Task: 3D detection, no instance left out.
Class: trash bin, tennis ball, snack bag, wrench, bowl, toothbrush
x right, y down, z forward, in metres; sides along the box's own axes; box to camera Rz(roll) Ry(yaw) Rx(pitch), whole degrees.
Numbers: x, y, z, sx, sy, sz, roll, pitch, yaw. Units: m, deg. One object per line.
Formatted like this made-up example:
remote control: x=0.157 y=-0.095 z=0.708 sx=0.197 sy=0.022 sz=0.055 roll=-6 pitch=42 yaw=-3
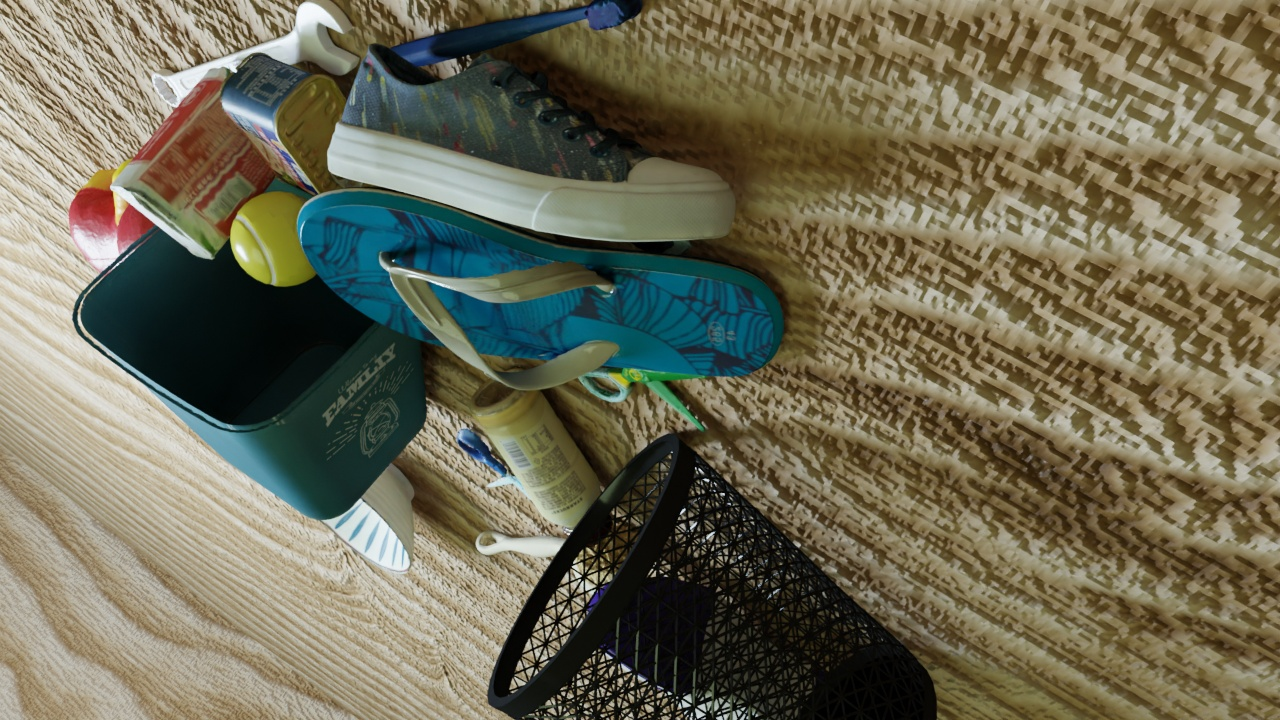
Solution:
trash bin: x=0.057 y=0.210 z=0.643 sx=0.243 sy=0.216 sz=0.218 roll=37 pitch=147 yaw=-7
tennis ball: x=-0.248 y=-0.084 z=0.635 sx=0.065 sy=0.065 sz=0.065 roll=26 pitch=144 yaw=20
snack bag: x=-0.301 y=-0.138 z=0.644 sx=0.036 sy=0.115 sz=0.077 roll=10 pitch=153 yaw=37
trash bin: x=-0.284 y=0.003 z=0.748 sx=0.199 sy=0.196 sz=0.219 roll=30 pitch=152 yaw=15
wrench: x=-0.281 y=-0.209 z=0.647 sx=0.274 sy=0.009 sz=0.047 roll=4 pitch=133 yaw=41
bowl: x=-0.305 y=0.154 z=1.031 sx=0.177 sy=0.070 sz=0.178 roll=25 pitch=143 yaw=21
toothbrush: x=-0.076 y=-0.172 z=0.486 sx=0.190 sy=0.017 sz=0.016 roll=5 pitch=133 yaw=40

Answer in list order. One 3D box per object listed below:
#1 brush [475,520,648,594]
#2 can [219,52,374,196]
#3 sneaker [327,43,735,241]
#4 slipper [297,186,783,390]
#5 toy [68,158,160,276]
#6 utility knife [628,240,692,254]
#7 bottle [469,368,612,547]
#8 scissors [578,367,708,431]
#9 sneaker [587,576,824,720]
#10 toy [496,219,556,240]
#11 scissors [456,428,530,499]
brush: x=-0.088 y=0.181 z=0.878 sx=0.273 sy=0.061 sz=0.077 roll=-6 pitch=109 yaw=52
can: x=-0.223 y=-0.150 z=0.608 sx=0.059 sy=0.053 sz=0.100 roll=26 pitch=159 yaw=23
sneaker: x=-0.062 y=-0.116 z=0.481 sx=0.236 sy=0.087 sz=0.079 roll=15 pitch=106 yaw=18
slipper: x=-0.066 y=-0.027 z=0.534 sx=0.295 sy=0.060 sz=0.118 roll=10 pitch=141 yaw=9
toy: x=-0.442 y=-0.106 z=0.849 sx=0.216 sy=0.098 sz=0.147 roll=18 pitch=148 yaw=37
utility knife: x=-0.045 y=-0.102 z=0.537 sx=0.174 sy=0.020 sz=0.029 roll=30 pitch=147 yaw=13
bottle: x=-0.075 y=0.083 z=0.743 sx=0.057 sy=0.056 sz=0.162 roll=1 pitch=131 yaw=43
scissors: x=-0.005 y=0.009 z=0.631 sx=0.125 sy=0.011 sz=0.128 roll=44 pitch=147 yaw=-3
sneaker: x=0.056 y=0.268 z=0.795 sx=0.244 sy=0.091 sz=0.111 roll=32 pitch=148 yaw=-6
toy: x=-0.085 y=-0.073 z=0.579 sx=0.087 sy=0.050 sz=0.112 roll=19 pitch=162 yaw=35
scissors: x=-0.120 y=0.107 z=0.855 sx=0.133 sy=0.014 sz=0.128 roll=44 pitch=151 yaw=-14
